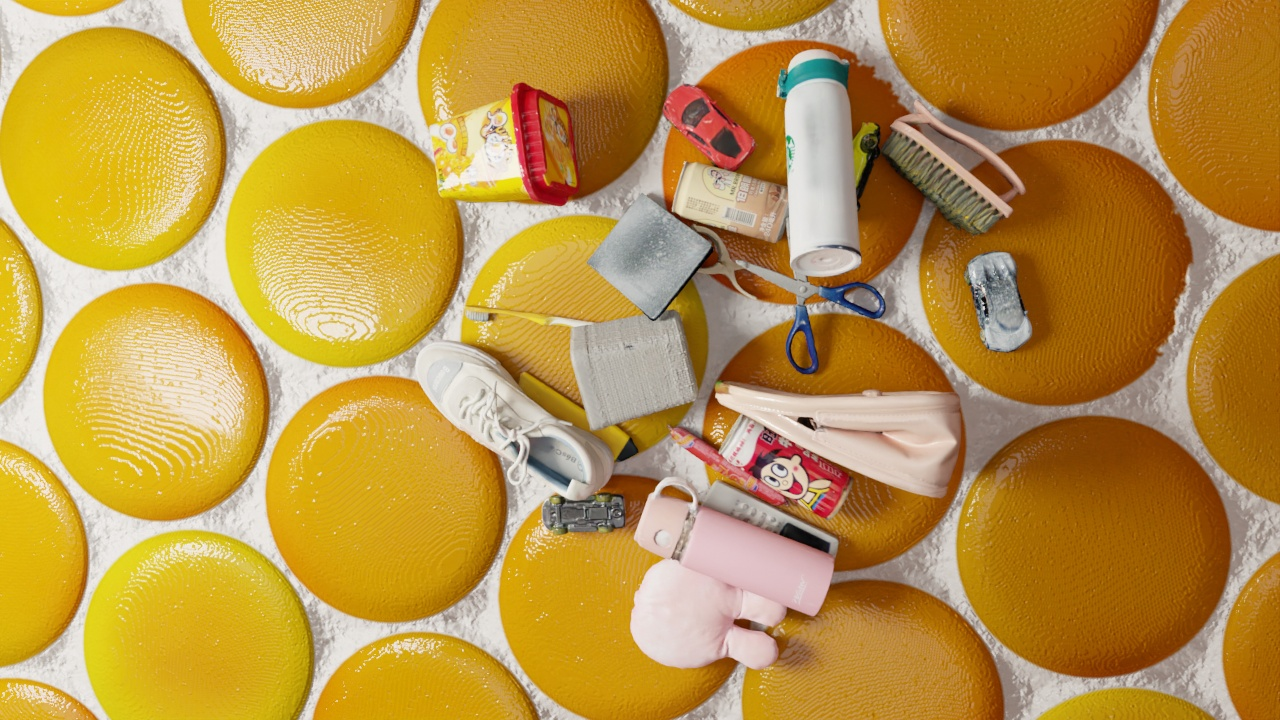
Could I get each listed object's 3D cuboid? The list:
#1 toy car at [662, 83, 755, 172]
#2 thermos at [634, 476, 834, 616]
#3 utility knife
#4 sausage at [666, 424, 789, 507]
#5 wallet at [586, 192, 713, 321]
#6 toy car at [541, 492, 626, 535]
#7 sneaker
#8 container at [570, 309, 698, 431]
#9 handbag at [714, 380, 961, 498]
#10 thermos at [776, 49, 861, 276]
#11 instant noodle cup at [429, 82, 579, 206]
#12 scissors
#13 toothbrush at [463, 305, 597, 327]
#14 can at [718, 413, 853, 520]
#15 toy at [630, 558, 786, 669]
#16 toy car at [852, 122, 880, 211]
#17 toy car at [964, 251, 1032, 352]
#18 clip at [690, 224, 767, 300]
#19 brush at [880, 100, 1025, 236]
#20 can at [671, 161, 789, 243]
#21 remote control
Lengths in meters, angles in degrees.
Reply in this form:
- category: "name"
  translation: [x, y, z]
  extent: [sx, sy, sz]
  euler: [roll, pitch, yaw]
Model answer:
- category: "toy car"
  translation: [0.070, -0.243, 0.955]
  extent: [0.106, 0.031, 0.049]
  euler: [45, 95, 4]
- category: "thermos"
  translation: [0.096, 0.185, 0.933]
  extent: [0.198, 0.067, 0.087]
  euler: [22, 107, 5]
- category: "utility knife"
  translation: [-0.069, 0.061, 0.990]
  extent: [0.154, 0.015, 0.033]
  euler: [34, 89, 4]
- category: "sausage"
  translation: [0.092, 0.113, 0.976]
  extent: [0.156, 0.020, 0.020]
  euler: [32, 95, 3]
- category: "wallet"
  translation: [0.009, -0.107, 0.945]
  extent: [0.097, 0.019, 0.121]
  euler: [-52, 54, 6]
- category: "toy car"
  translation: [-0.060, 0.163, 0.984]
  extent: [0.090, 0.035, 0.042]
  euler: [-4, 91, 6]
- category: "sneaker"
  translation: [-0.142, 0.068, 0.950]
  extent: [0.242, 0.090, 0.090]
  euler: [34, 108, 5]
- category: "container"
  translation: [-0.006, 0.006, 0.938]
  extent: [0.114, 0.090, 0.090]
  euler: [-13, 113, 2]
- category: "handbag"
  translation: [0.185, 0.056, 0.889]
  extent: [0.234, 0.193, 0.093]
  euler: [11, 92, 14]
- category: "thermos"
  translation: [0.173, -0.198, 0.900]
  extent: [0.073, 0.073, 0.224]
  euler: [-1, 72, 5]
- category: "instant noodle cup"
  translation: [-0.140, -0.212, 0.941]
  extent: [0.124, 0.116, 0.116]
  euler: [-7, 93, 17]
- category: "scissors"
  translation: [0.175, -0.063, 0.940]
  extent: [0.175, 0.012, 0.162]
  euler: [3, 109, -11]
- category: "toothbrush"
  translation: [-0.098, -0.040, 0.988]
  extent: [0.191, 0.016, 0.018]
  euler: [9, 104, 5]
- category: "can"
  translation: [0.150, 0.110, 0.953]
  extent: [0.133, 0.053, 0.053]
  euler: [31, 95, 3]
- category: "toy"
  translation: [0.070, 0.272, 0.968]
  extent: [0.159, 0.054, 0.121]
  euler: [12, 95, 7]
- category: "toy car"
  translation: [0.217, -0.191, 0.935]
  extent: [0.032, 0.048, 0.105]
  euler: [19, 94, 17]
- category: "toy car"
  translation: [0.367, -0.059, 0.936]
  extent: [0.049, 0.031, 0.105]
  euler: [-15, 92, 6]
- category: "clip"
  translation: [0.075, -0.091, 0.962]
  extent: [0.084, 0.035, 0.104]
  euler: [-41, 97, 3]
- category: "brush"
  translation: [0.310, -0.193, 0.919]
  extent: [0.145, 0.063, 0.073]
  euler: [42, 100, 4]
- category: "can"
  translation: [0.095, -0.163, 0.942]
  extent: [0.116, 0.058, 0.058]
  euler: [16, 94, 4]
- category: "remote control"
  translation: [0.134, 0.184, 0.975]
  extent: [0.150, 0.021, 0.058]
  euler: [25, 95, 4]
